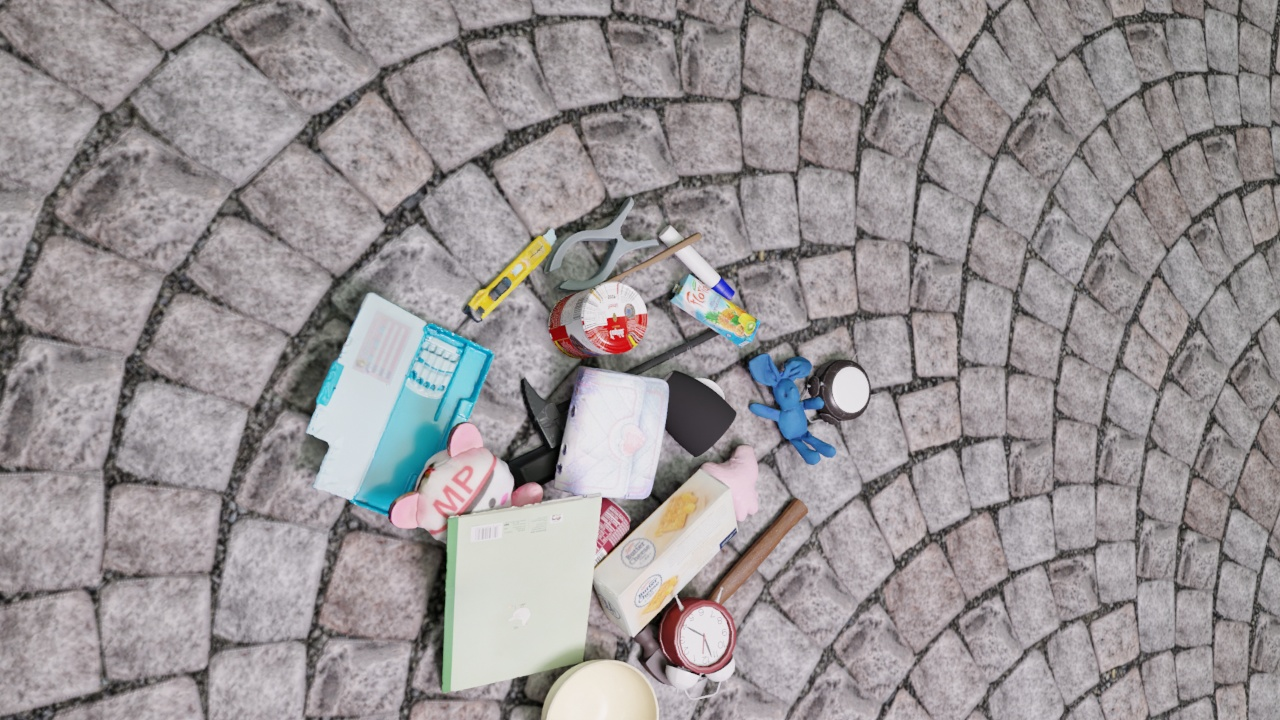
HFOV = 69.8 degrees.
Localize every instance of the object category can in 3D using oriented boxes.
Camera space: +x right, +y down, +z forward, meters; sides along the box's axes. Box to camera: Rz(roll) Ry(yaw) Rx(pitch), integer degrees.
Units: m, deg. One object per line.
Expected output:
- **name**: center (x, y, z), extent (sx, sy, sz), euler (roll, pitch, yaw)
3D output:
- **can**: center (-0.055, -0.048, 1.147), extent (0.086, 0.117, 0.086), euler (2, 86, -26)
- **can**: center (-0.068, 0.229, 1.153), extent (0.063, 0.063, 0.114), euler (48, 69, -16)

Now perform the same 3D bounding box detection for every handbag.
- **handbag**: center (-0.035, 0.092, 1.148), extent (0.126, 0.069, 0.158), euler (10, 94, -36)

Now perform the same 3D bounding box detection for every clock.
- **clock**: center (0.295, 0.046, 1.354), extent (0.122, 0.044, 0.091), euler (-31, 100, -24)
- **clock**: center (0.076, 0.367, 1.188), extent (0.096, 0.048, 0.137), euler (-2, 83, -25)

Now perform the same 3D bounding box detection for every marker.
- **marker**: center (0.077, -0.131, 1.270), extent (0.027, 0.023, 0.133), euler (-46, 107, 1)

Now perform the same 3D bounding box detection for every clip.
- **clip**: center (-0.046, -0.132, 1.209), extent (0.163, 0.028, 0.107), euler (-40, 105, -22)

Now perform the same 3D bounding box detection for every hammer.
- **hammer**: center (-0.007, 0.007, 1.221), extent (0.324, 0.015, 0.095), euler (-26, 86, -28)
- **hammer**: center (0.123, 0.310, 1.262), extent (0.322, 0.033, 0.115), euler (-43, 103, -23)

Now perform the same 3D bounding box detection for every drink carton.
- **drink carton**: center (0.102, -0.069, 1.262), extent (0.129, 0.039, 0.044), euler (32, 65, -12)

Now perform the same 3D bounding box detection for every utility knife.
- **utility knife**: center (-0.161, -0.110, 1.158), extent (0.162, 0.017, 0.030), euler (-50, 117, -23)

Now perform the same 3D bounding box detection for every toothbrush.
- **toothbrush**: center (0.012, -0.130, 1.226), extent (0.166, 0.016, 0.016), euler (-30, 103, -13)

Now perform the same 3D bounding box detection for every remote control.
- **remote control**: center (-0.095, 0.120, 1.170), extent (0.150, 0.022, 0.047), euler (-26, 98, -25)

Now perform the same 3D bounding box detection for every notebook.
- **notebook**: center (-0.141, 0.275, 1.076), extent (0.181, 0.010, 0.253), euler (-6, 118, -25)

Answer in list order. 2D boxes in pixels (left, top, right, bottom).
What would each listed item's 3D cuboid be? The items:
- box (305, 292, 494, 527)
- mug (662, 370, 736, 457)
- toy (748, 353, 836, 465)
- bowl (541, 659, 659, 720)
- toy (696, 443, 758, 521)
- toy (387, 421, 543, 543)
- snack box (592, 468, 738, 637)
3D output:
- **box**: center (-0.287, 0.058, 1.061), extent (0.185, 0.056, 0.226), euler (29, 74, -33)
- **mug**: center (0.070, 0.056, 1.232), extent (0.100, 0.085, 0.118), euler (43, 39, -4)
- **toy**: center (0.220, 0.062, 1.304), extent (0.112, 0.071, 0.176), euler (-25, 90, -26)
- **bowl**: center (-0.060, 0.440, 1.138), extent (0.150, 0.075, 0.150), euler (2, 86, -25)
- **toy**: center (0.130, 0.172, 1.259), extent (0.098, 0.053, 0.096), euler (-23, 90, -31)
- **toy**: center (-0.182, 0.179, 1.062), extent (0.142, 0.084, 0.213), euler (-46, 126, -4)
- **snack box**: center (0.034, 0.245, 1.179), extent (0.207, 0.057, 0.104), euler (-41, 141, -23)
